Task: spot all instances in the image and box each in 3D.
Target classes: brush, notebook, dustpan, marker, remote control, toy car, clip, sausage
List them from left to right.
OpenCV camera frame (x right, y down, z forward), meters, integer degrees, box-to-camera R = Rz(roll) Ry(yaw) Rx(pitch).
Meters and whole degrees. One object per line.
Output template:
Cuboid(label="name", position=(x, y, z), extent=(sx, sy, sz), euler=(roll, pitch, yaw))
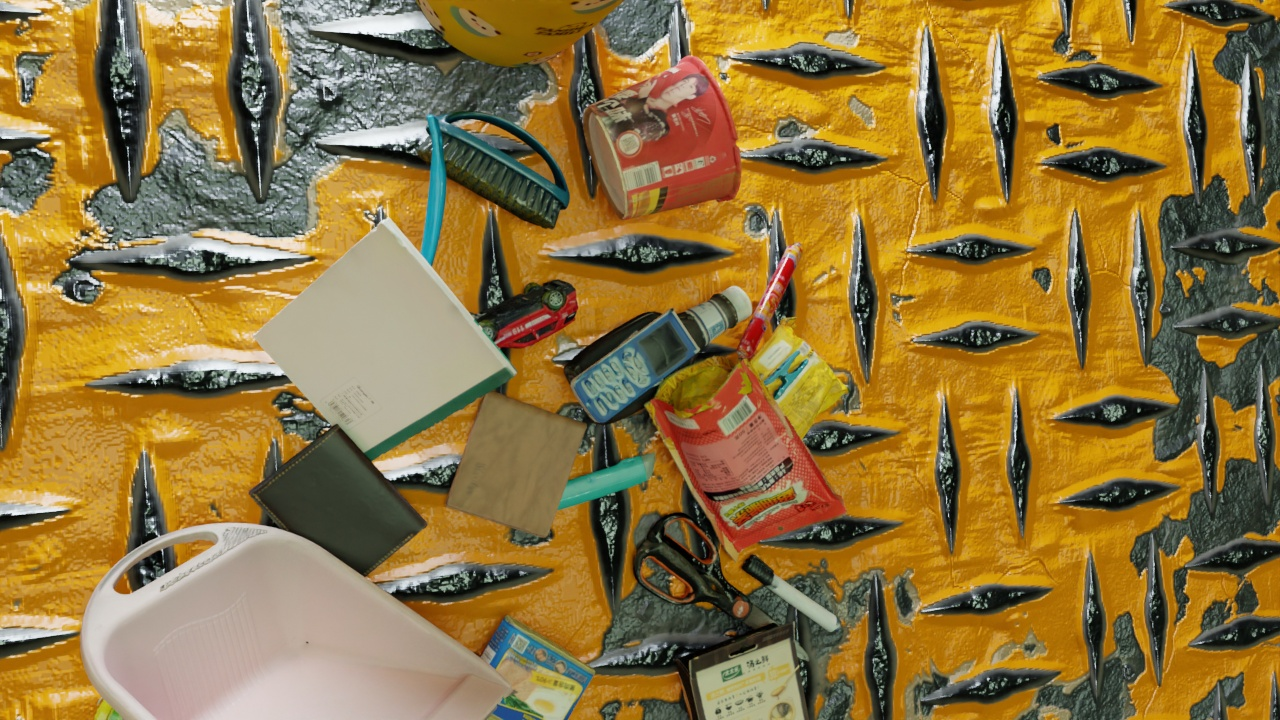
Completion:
Cuboid(label="dustpan", position=(-0.264, 0.222, 0.679), extent=(0.274, 0.222, 0.139), euler=(5, 109, 21))
Cuboid(label="notebook", position=(-0.213, -0.005, 0.740), extent=(0.150, 0.210, 0.012), euler=(52, 37, -13))
Cuboid(label="brush", position=(-0.180, -0.079, 0.784), extent=(0.046, 0.083, 0.255), euler=(5, 97, -2))
Cuboid(label="brush", position=(-0.126, -0.180, 0.832), extent=(0.144, 0.055, 0.073), euler=(28, 81, -17))
Cuboid(label="toy car", position=(-0.112, -0.035, 0.838), extent=(0.120, 0.053, 0.045), euler=(-25, 114, -22))
Cuboid(label="remote control", position=(-0.005, 0.005, 0.844), extent=(0.124, 0.024, 0.049), euler=(-36, 100, -17))
Cuboid(label="sausage", position=(0.132, -0.062, 0.928), extent=(0.020, 0.020, 0.155), euler=(36, 66, -16))
Cuboid(label="clip", position=(0.144, 0.014, 0.907), extent=(0.046, 0.014, 0.057), euler=(45, 74, -6))
Cuboid(label="marker", position=(0.159, 0.243, 0.953), extent=(0.130, 0.018, 0.022), euler=(36, 69, -16))

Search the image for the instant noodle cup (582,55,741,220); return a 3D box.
Cuboid(label="instant noodle cup", position=(0.016, -0.199, 0.846), extent=(0.108, 0.138, 0.138), euler=(-21, 97, -11))

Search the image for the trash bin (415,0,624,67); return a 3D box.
Cuboid(label="trash bin", position=(-0.084, -0.367, 0.741), extent=(0.229, 0.256, 0.229), euler=(0, 89, -20))

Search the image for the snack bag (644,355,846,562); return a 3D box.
Cuboid(label="snack bag", position=(0.099, 0.097, 0.880), extent=(0.129, 0.073, 0.208), euler=(-27, 116, 14))

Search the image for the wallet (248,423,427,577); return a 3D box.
Cuboid(label="wallet", position=(-0.263, 0.130, 0.800), extent=(0.096, 0.020, 0.122), euler=(-39, 103, -7))

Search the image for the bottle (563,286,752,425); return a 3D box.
Cuboid(label="bottle", position=(0.023, -0.013, 0.892), extent=(0.194, 0.044, 0.080), euler=(-31, 100, -18))

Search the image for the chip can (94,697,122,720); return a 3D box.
Cuboid(label="chip can", position=(-0.331, 0.317, 0.749), extent=(0.221, 0.073, 0.072), euler=(26, 81, -18))

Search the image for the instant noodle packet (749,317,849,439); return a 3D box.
Cuboid(label="instant noodle packet", position=(0.142, 0.032, 0.934), extent=(0.128, 0.044, 0.111), euler=(-45, 102, -17))

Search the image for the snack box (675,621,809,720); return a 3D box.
Cuboid(label="snack box", position=(0.101, 0.320, 0.904), extent=(0.113, 0.053, 0.126), euler=(-15, 102, -16))

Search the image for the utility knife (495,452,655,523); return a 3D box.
Cuboid(label="utility knife", position=(-0.063, 0.124, 0.877), extent=(0.171, 0.013, 0.029), euler=(-16, 93, -16))

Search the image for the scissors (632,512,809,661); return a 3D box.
Cuboid(label="scissors", position=(0.100, 0.231, 0.929), extent=(0.234, 0.022, 0.125), euler=(20, 83, -18))

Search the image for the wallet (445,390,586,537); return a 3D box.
Cuboid(label="wallet", position=(-0.115, 0.096, 0.850), extent=(0.101, 0.020, 0.115), euler=(19, 83, -11))

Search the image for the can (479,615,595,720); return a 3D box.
Cuboid(label="can", position=(-0.104, 0.295, 0.839), extent=(0.102, 0.057, 0.083), euler=(37, 76, -16))
